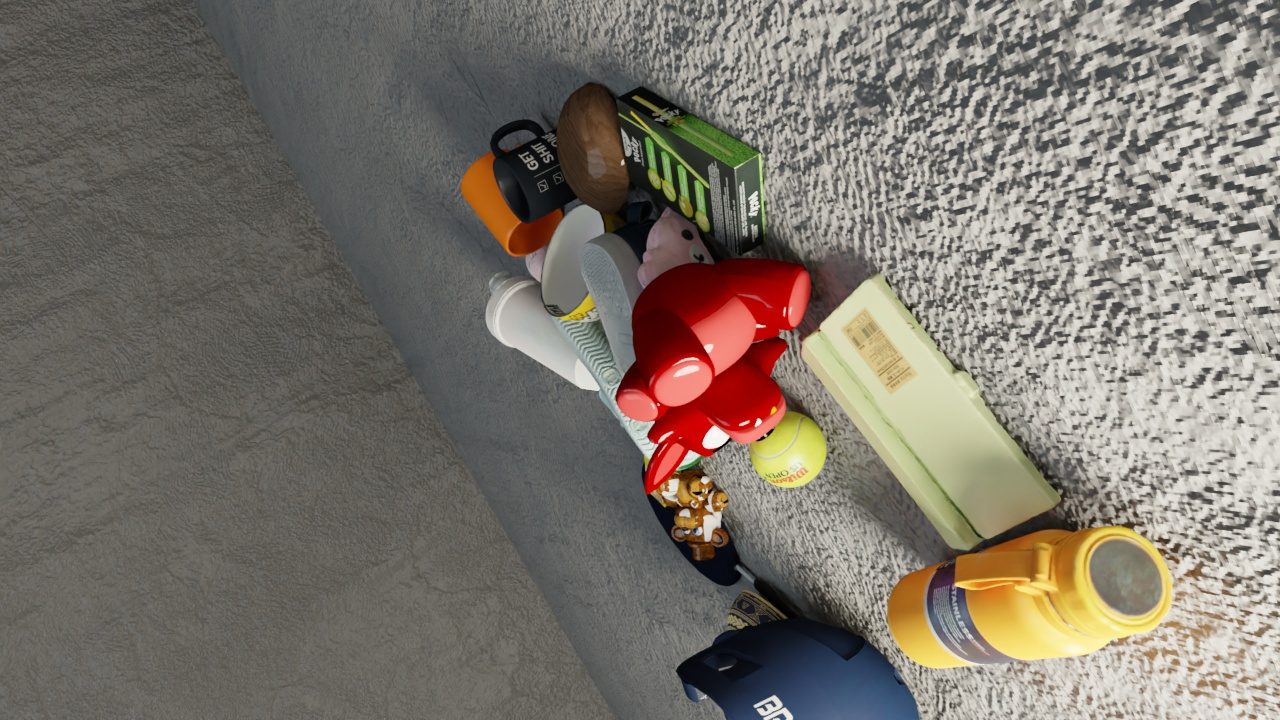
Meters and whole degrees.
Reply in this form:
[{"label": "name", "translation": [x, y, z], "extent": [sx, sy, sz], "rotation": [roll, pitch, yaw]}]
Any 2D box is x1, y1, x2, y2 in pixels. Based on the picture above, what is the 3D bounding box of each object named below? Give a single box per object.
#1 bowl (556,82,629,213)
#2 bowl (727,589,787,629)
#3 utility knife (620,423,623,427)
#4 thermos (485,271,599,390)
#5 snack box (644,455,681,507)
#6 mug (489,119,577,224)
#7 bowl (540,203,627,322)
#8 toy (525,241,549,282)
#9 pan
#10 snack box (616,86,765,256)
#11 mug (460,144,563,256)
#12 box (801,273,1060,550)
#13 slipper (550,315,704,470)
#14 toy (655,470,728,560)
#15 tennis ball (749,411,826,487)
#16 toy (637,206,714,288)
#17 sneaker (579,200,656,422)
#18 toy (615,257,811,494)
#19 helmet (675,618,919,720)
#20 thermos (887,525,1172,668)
[{"label": "bowl", "translation": [-0.049, -0.188, 0.828], "extent": [0.118, 0.030, 0.118], "rotation": [45, 143, 48]}, {"label": "bowl", "translation": [0.146, 0.337, 1.098], "extent": [0.112, 0.061, 0.112], "rotation": [41, 163, 15]}, {"label": "utility knife", "translation": [0.012, 0.097, 1.170], "extent": [0.124, 0.015, 0.022], "rotation": [32, 125, 48]}, {"label": "thermos", "translation": [-0.117, -0.034, 1.169], "extent": [0.220, 0.099, 0.099], "rotation": [33, 149, 43]}, {"label": "snack box", "translation": [0.026, 0.110, 1.104], "extent": [0.040, 0.028, 0.148], "rotation": [40, 145, 43]}, {"label": "mug", "translation": [-0.106, -0.198, 0.919], "extent": [0.105, 0.077, 0.071], "rotation": [53, 160, 16]}, {"label": "bowl", "translation": [-0.042, -0.091, 0.911], "extent": [0.118, 0.067, 0.117], "rotation": [-25, 58, 48]}, {"label": "toy", "translation": [-0.104, -0.113, 1.091], "extent": [0.110, 0.047, 0.063], "rotation": [37, 160, 38]}, {"label": "pan", "translation": [0.107, 0.249, 1.160], "extent": [0.356, 0.021, 0.199], "rotation": [37, 151, 44]}, {"label": "snack box", "translation": [0.038, -0.151, 0.723], "extent": [0.147, 0.025, 0.080], "rotation": [41, 154, 39]}, {"label": "mug", "translation": [-0.138, -0.190, 1.032], "extent": [0.096, 0.077, 0.113], "rotation": [51, 131, 20]}, {"label": "box", "translation": [0.186, 0.044, 0.640], "extent": [0.187, 0.047, 0.141], "rotation": [55, 158, 11]}, {"label": "slipper", "translation": [-0.006, 0.006, 0.955], "extent": [0.245, 0.104, 0.074], "rotation": [51, 171, 20]}, {"label": "toy", "translation": [0.065, 0.181, 1.085], "extent": [0.087, 0.067, 0.112], "rotation": [0, 102, 36]}, {"label": "tennis ball", "translation": [0.127, 0.076, 0.789], "extent": [0.065, 0.065, 0.065], "rotation": [48, 158, 26]}, {"label": "toy", "translation": [0.030, -0.075, 0.766], "extent": [0.053, 0.095, 0.099], "rotation": [-17, 106, 39]}, {"label": "sneaker", "translation": [0.025, -0.027, 0.847], "extent": [0.089, 0.087, 0.236], "rotation": [7, 125, 56]}, {"label": "toy", "translation": [0.058, 0.014, 0.727], "extent": [0.120, 0.158, 0.197], "rotation": [38, 153, 32]}, {"label": "helmet", "translation": [0.157, 0.372, 0.917], "extent": [0.273, 0.222, 0.232], "rotation": [-37, 70, 61]}, {"label": "thermos", "translation": [0.240, 0.162, 0.609], "extent": [0.233, 0.091, 0.076], "rotation": [116, 142, -67]}]
